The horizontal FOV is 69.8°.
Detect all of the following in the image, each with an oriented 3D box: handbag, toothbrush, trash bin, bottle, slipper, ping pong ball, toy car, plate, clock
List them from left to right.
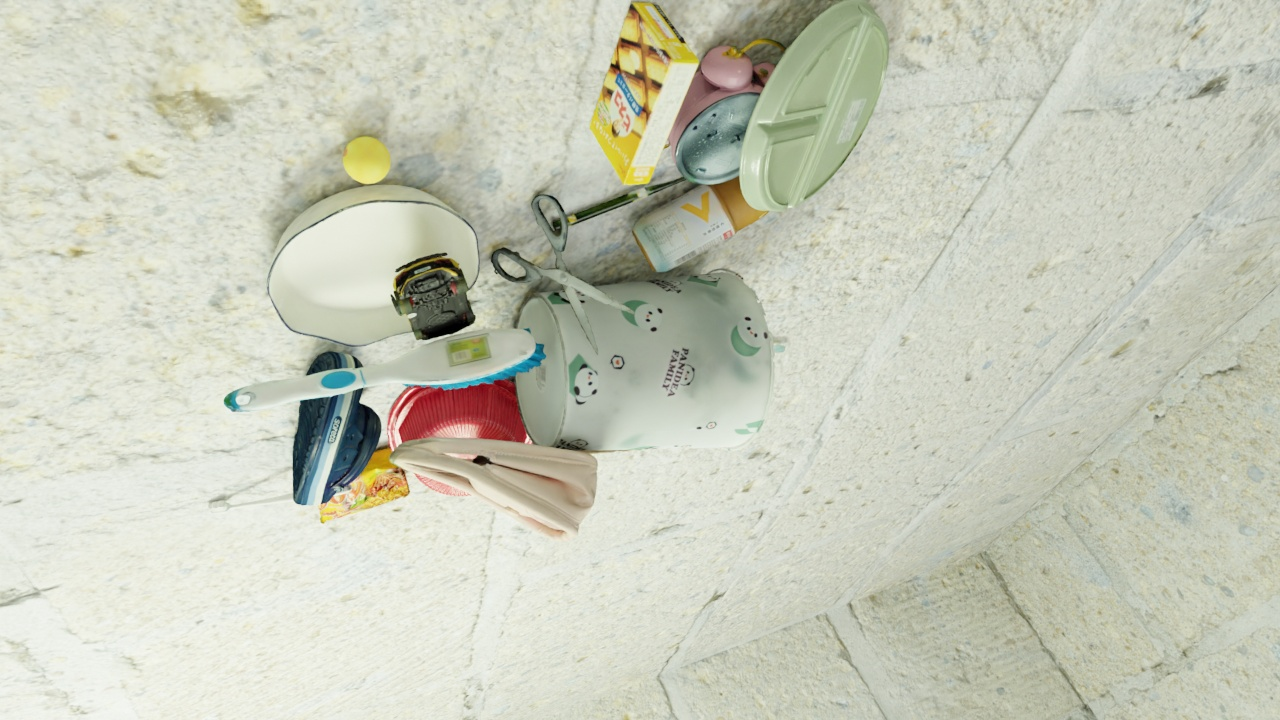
[{"bbox_3d":[-0.453,0.173,1.156,0.180,0.016,0.016,-9,142,-2],"label":"toothbrush"},{"bbox_3d":[-0.350,0.093,1.063,0.095,0.105,0.254,2,143,-29],"label":"slipper"},{"bbox_3d":[-0.239,-0.175,0.801,0.040,0.040,0.040,-20,149,-13],"label":"ping pong ball"},{"bbox_3d":[-0.262,-0.094,0.905,0.204,0.045,0.205,-20,151,-12],"label":"plate"},{"bbox_3d":[-0.205,-0.059,0.912,0.071,0.041,0.156,-21,165,-10],"label":"toy car"},{"bbox_3d":[-0.171,0.134,1.058,0.234,0.093,0.194,17,164,-8],"label":"handbag"},{"bbox_3d":[-0.010,-0.181,1.002,0.186,0.017,0.012,-22,152,-5],"label":"toothbrush"},{"bbox_3d":[-0.007,0.006,1.104,0.251,0.229,0.230,-4,143,-25],"label":"trash bin"},{"bbox_3d":[0.084,-0.169,1.039,0.189,0.068,0.068,-29,150,2],"label":"bottle"},{"bbox_3d":[0.089,-0.253,0.922,0.117,0.059,0.159,5,139,-42],"label":"clock"},{"bbox_3d":[0.184,-0.253,0.944,0.229,0.027,0.231,-38,151,-26],"label":"plate"}]

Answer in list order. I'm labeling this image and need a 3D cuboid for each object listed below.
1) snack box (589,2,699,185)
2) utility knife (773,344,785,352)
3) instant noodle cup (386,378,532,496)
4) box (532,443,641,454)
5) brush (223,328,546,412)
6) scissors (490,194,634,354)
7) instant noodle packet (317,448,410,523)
[{"bbox_3d":[0.000,-0.242,0.841,0.033,0.087,0.141,-11,147,-28],"label":"snack box"},{"bbox_3d":[0.138,-0.020,1.369,0.221,0.013,0.029,2,137,-37],"label":"utility knife"},{"bbox_3d":[-0.224,0.105,1.161,0.193,0.065,0.194,-6,127,-8],"label":"instant noodle cup"},{"bbox_3d":[-0.074,0.109,1.287,0.163,0.076,0.087,-4,-162,29],"label":"box"},{"bbox_3d":[-0.256,0.012,0.954,0.314,0.060,0.109,-12,177,-4],"label":"brush"},{"bbox_3d":[-0.085,-0.089,0.963,0.160,0.181,0.014,-4,-167,29],"label":"scissors"},{"bbox_3d":[-0.376,0.166,1.223,0.128,0.044,0.111,-16,144,-18],"label":"instant noodle packet"}]
